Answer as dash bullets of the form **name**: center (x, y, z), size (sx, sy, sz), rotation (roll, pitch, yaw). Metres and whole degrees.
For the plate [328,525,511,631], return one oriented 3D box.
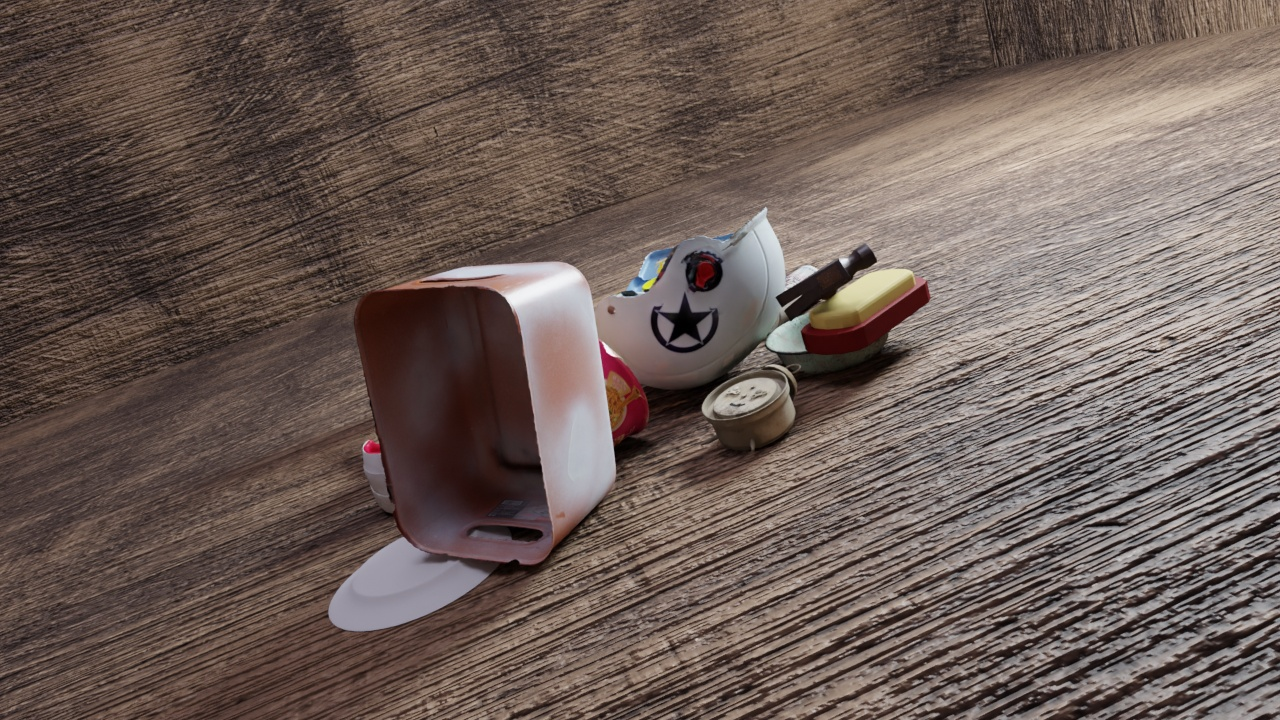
- **plate**: center (-0.220, 0.201, 0.907), size (0.189, 0.016, 0.188), rotation (-17, 16, 5)

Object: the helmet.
- **helmet**: center (0.078, -0.063, 1.141), size (0.264, 0.163, 0.236), rotation (-34, 3, 3)

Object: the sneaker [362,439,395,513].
- **sneaker**: center (-0.227, 0.083, 1.118), size (0.236, 0.104, 0.090), rotation (-27, 29, -24)

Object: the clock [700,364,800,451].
- **clock**: center (0.128, 0.046, 0.965), size (0.093, 0.054, 0.140), rotation (1, 33, 48)

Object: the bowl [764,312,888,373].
- **bowl**: center (0.231, -0.024, 1.100), size (0.157, 0.038, 0.157), rotation (-17, 16, 5)

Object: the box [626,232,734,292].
- **box**: center (0.078, -0.141, 1.399), size (0.209, 0.021, 0.125), rotation (-9, 37, 36)

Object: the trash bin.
- **trash bin**: center (-0.138, 0.038, 0.882), size (0.182, 0.260, 0.157), rotation (-1, 17, 27)

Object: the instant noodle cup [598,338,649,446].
- **instant noodle cup**: center (-0.085, 0.045, 1.024), size (0.179, 0.179, 0.077), rotation (-1, 40, 46)

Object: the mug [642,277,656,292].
- **mug**: center (0.057, -0.069, 1.315), size (0.082, 0.106, 0.082), rotation (-18, 16, 5)

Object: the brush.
- **brush**: center (0.255, -0.060, 1.042), size (0.173, 0.042, 0.082), rotation (-31, 20, -35)

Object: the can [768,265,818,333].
- **can**: center (0.210, -0.088, 1.304), size (0.054, 0.054, 0.135), rotation (-1, 23, 45)

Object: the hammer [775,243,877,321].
- **hammer**: center (0.232, -0.093, 1.147), size (0.115, 0.033, 0.322), rotation (-32, -5, 11)
